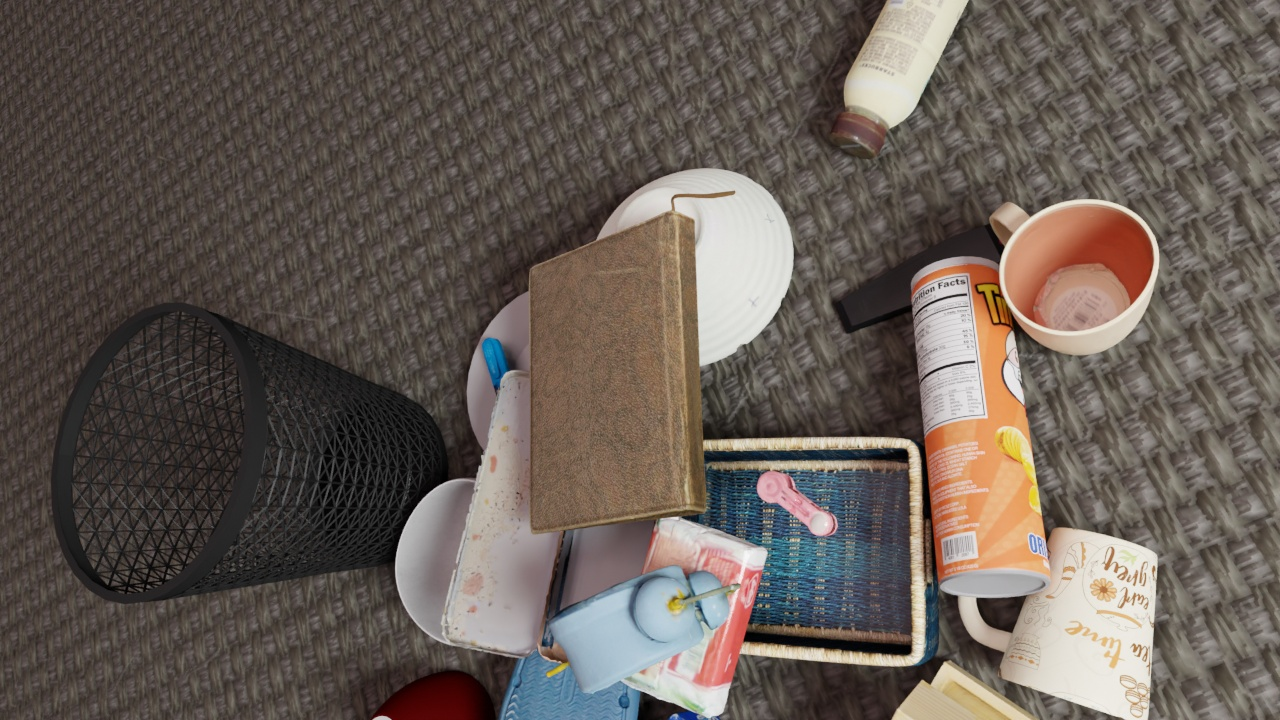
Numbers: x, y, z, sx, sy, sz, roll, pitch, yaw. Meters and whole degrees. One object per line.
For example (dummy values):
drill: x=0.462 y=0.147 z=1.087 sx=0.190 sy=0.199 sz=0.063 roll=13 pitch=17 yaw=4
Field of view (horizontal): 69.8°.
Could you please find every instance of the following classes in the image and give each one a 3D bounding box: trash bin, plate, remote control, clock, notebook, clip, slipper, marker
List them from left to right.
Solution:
trash bin: x=-0.302 y=0.088 z=0.766 sx=0.217 sy=0.243 sz=0.216 roll=-7 pitch=76 yaw=26
marker: x=-0.114 y=0.035 z=0.788 sx=0.018 sy=0.015 sz=0.123 roll=-28 pitch=69 yaw=19
plate: x=-0.074 y=0.019 z=0.792 sx=0.173 sy=0.019 sz=0.172 roll=-7 pitch=76 yaw=26
slipper: x=-0.040 y=0.232 z=0.706 sx=0.104 sy=0.059 sz=0.213 roll=6 pitch=68 yaw=20
notebook: x=-0.005 y=0.005 z=0.640 sx=0.191 sy=0.034 sz=0.215 roll=-17 pitch=67 yaw=38
clock: x=0.004 y=0.157 z=0.554 sx=0.125 sy=0.088 sz=0.051 roll=-32 pitch=70 yaw=22
clip: x=0.104 y=0.095 z=0.601 sx=0.059 sy=0.038 sz=0.022 roll=40 pitch=95 yaw=30
remote control: x=0.202 y=-0.058 z=0.669 sx=0.125 sy=0.010 sz=0.039 roll=-27 pitch=68 yaw=21

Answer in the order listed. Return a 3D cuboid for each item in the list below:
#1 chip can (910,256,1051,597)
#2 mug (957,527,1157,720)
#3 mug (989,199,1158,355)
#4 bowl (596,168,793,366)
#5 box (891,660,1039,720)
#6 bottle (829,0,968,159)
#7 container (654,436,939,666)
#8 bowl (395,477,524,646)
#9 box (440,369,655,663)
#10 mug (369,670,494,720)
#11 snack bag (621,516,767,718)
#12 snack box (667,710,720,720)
chip can: x=0.213 y=0.039 z=0.585 sx=0.062 sy=0.062 sz=0.210 roll=-10 pitch=60 yaw=25
mug: x=0.255 y=0.155 z=0.567 sx=0.122 sy=0.081 sz=0.097 roll=5 pitch=72 yaw=50
mug: x=0.266 y=-0.055 z=0.581 sx=0.085 sy=0.104 sz=0.111 roll=-43 pitch=62 yaw=12
bowl: x=0.026 y=-0.087 z=0.721 sx=0.177 sy=0.071 sz=0.177 roll=-7 pitch=70 yaw=20
box: x=0.252 y=0.303 z=0.527 sx=0.249 sy=0.122 sz=0.141 roll=30 pitch=116 yaw=30
bottle: x=0.195 y=-0.231 z=0.686 sx=0.056 sy=0.056 sz=0.162 roll=28 pitch=93 yaw=30
container: x=0.108 y=0.130 z=0.641 sx=0.188 sy=0.071 sz=0.145 roll=-4 pitch=77 yaw=27
bowl: x=-0.131 y=0.166 z=0.762 sx=0.132 sy=0.064 sz=0.131 roll=-7 pitch=76 yaw=26
box: x=-0.059 y=0.116 z=0.695 sx=0.154 sy=0.058 sz=0.216 roll=5 pitch=71 yaw=14
mug: x=-0.189 y=0.309 z=0.746 sx=0.114 sy=0.088 sz=0.087 roll=-41 pitch=63 yaw=14
snack bag: x=0.033 y=0.167 z=0.609 sx=0.077 sy=0.036 sz=0.116 roll=14 pitch=86 yaw=30
snack box: x=-0.013 y=0.353 z=0.663 sx=0.226 sy=0.059 sz=0.059 roll=-52 pitch=57 yaw=9
